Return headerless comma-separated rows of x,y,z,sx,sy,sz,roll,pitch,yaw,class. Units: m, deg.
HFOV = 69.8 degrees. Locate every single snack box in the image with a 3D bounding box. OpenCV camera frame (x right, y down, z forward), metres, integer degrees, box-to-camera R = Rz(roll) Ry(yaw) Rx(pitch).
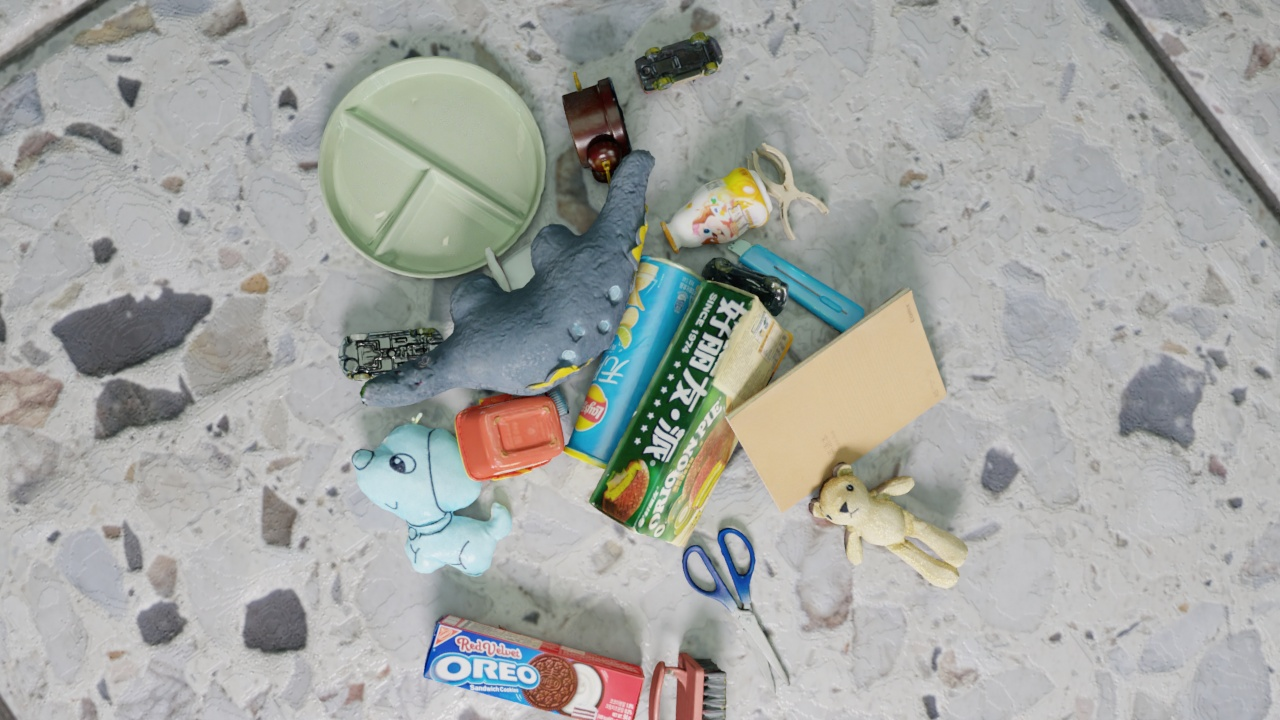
-0.103,0.301,0.888,0.207,0.058,0.057,16,83,0,snack box
-0.123,0.070,0.881,0.091,0.080,0.082,-12,85,-27,snack box
0.052,0.053,0.874,0.063,0.114,0.240,25,86,31,snack box

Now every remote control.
-0.088,-0.054,0.932,0.056,0.020,0.136,-37,87,-4,remote control

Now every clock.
-0.039,-0.223,0.916,0.055,0.082,0.122,-15,85,2,clock

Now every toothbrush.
-0.114,-0.028,0.920,0.017,0.016,0.187,-24,96,-11,toothbrush

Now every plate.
-0.211,-0.195,0.937,0.230,0.027,0.230,0,86,-2,plate

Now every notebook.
0.196,0.043,0.893,0.211,0.012,0.149,-35,126,-4,notebook

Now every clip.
0.147,-0.177,0.940,0.070,0.034,0.100,-36,92,-4,clip

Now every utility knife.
0.160,-0.078,0.940,0.161,0.018,0.034,33,86,3,utility knife

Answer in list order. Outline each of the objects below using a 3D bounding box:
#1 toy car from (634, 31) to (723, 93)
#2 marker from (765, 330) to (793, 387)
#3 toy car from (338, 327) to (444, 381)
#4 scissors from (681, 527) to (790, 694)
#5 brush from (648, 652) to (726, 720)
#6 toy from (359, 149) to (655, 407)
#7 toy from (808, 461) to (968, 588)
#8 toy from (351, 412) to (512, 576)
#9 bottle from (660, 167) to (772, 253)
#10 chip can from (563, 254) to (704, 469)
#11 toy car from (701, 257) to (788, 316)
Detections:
0.040,-0.305,0.946,0.090,0.035,0.042,-20,88,-3,toy car
0.120,0.024,0.934,0.018,0.015,0.124,30,88,3,marker
-0.248,-0.006,0.920,0.105,0.031,0.049,-5,85,-3,toy car
0.112,0.246,0.919,0.173,0.012,0.126,36,86,0,scissors
0.042,0.362,0.884,0.069,0.063,0.145,3,87,-13,brush
-0.097,-0.046,0.866,0.356,0.091,0.138,-39,96,-3,toy
0.245,0.165,0.900,0.157,0.066,0.105,31,103,8,toy
-0.204,0.131,0.903,0.161,0.050,0.156,6,84,-11,toy
0.075,-0.147,0.922,0.108,0.063,0.063,-27,87,5,bottle
-0.005,0.005,0.904,0.071,0.071,0.210,21,86,0,chip can
0.106,-0.076,0.928,0.090,0.034,0.043,20,124,9,toy car
